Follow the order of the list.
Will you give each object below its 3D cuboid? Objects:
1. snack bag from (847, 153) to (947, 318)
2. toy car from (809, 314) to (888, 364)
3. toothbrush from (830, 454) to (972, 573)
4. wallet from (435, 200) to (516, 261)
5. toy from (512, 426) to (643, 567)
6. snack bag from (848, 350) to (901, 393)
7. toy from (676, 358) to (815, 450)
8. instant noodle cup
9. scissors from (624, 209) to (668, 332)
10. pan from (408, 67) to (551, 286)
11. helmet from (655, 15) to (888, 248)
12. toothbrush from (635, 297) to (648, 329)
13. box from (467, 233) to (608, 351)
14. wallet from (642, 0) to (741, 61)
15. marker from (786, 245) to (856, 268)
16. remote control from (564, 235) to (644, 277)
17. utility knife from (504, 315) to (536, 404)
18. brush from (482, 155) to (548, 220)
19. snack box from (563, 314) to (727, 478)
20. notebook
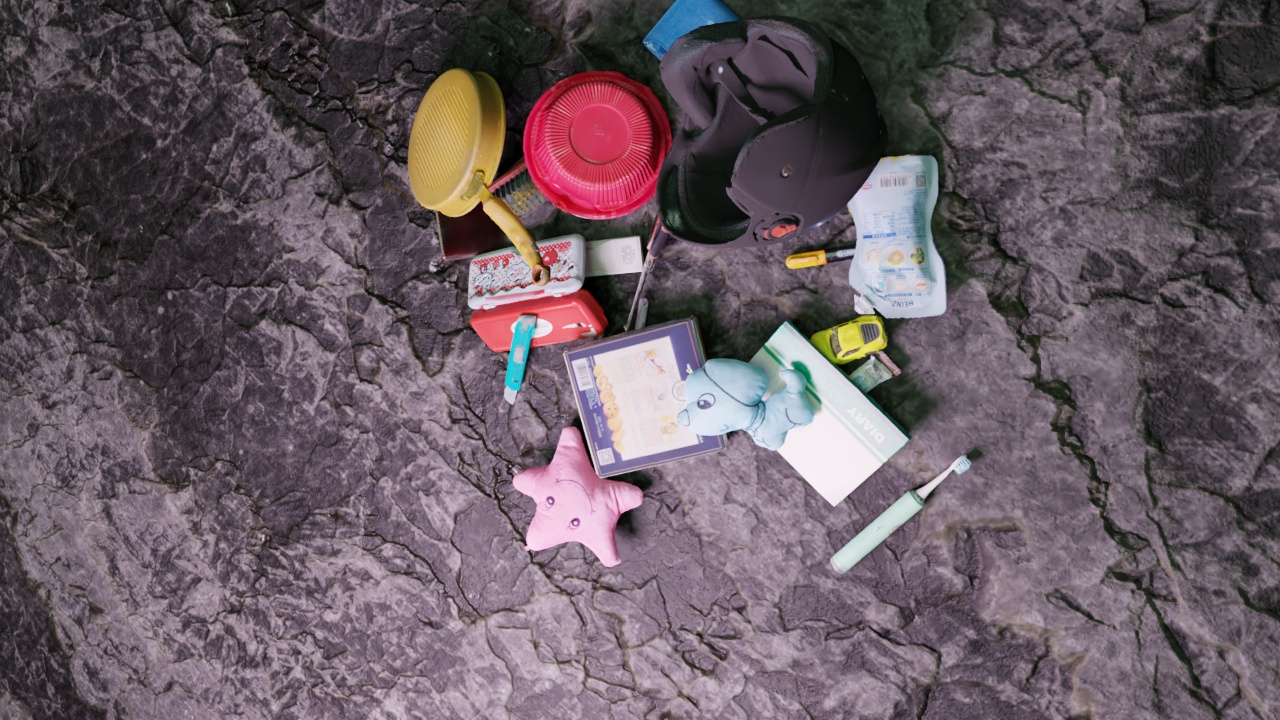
[{"bbox_3d":[0.301,-0.144,1.088,0.110,0.038,0.191,-4,94,8],"label":"snack bag"},{"bbox_3d":[0.251,-0.023,1.129,0.105,0.032,0.048,-21,71,31],"label":"toy car"},{"bbox_3d":[0.325,0.192,1.153,0.225,0.026,0.027,-48,59,22],"label":"toothbrush"},{"bbox_3d":[-0.234,-0.196,1.311,0.122,0.020,0.096,-5,97,20],"label":"wallet"},{"bbox_3d":[-0.093,0.211,1.295,0.194,0.074,0.179,44,98,12],"label":"toy"},{"bbox_3d":[0.271,0.030,1.144,0.048,0.026,0.104,48,111,8],"label":"snack bag"},{"bbox_3d":[0.126,0.050,1.156,0.161,0.049,0.156,-41,86,13],"label":"toy"},{"bbox_3d":[-0.052,-0.279,1.156,0.194,0.066,0.194,0,89,-3],"label":"instant noodle cup"},{"bbox_3d":[0.016,-0.136,1.176,0.015,0.192,0.206,16,67,-11],"label":"scissors"},{"bbox_3d":[-0.208,-0.233,1.206,0.198,0.078,0.357,-50,51,32],"label":"pan"},{"bbox_3d":[0.142,-0.243,1.039,0.275,0.229,0.233,-52,43,32],"label":"helmet"},{"bbox_3d":[-0.007,0.007,1.256,0.021,0.029,0.189,26,112,56],"label":"toothbrush"},{"bbox_3d":[-0.150,-0.087,1.260,0.202,0.073,0.155,-7,106,31],"label":"box"},{"bbox_3d":[0.081,-0.391,1.139,0.133,0.040,0.106,47,108,9],"label":"wallet"},{"bbox_3d":[0.241,-0.130,1.133,0.124,0.015,0.018,-7,103,21],"label":"marker"},{"bbox_3d":[-0.054,-0.139,1.246,0.125,0.024,0.049,-4,100,22],"label":"remote control"},{"bbox_3d":[-0.172,0.001,1.289,0.029,0.013,0.180,22,133,5],"label":"utility knife"},{"bbox_3d":[-0.154,-0.244,1.244,0.146,0.063,0.069,-28,54,19],"label":"brush"},{"bbox_3d":[0.008,0.049,1.226,0.183,0.045,0.178,-14,95,12],"label":"snack box"},{"bbox_3d":[0.217,0.069,1.162,0.209,0.012,0.151,45,127,10],"label":"notebook"}]
